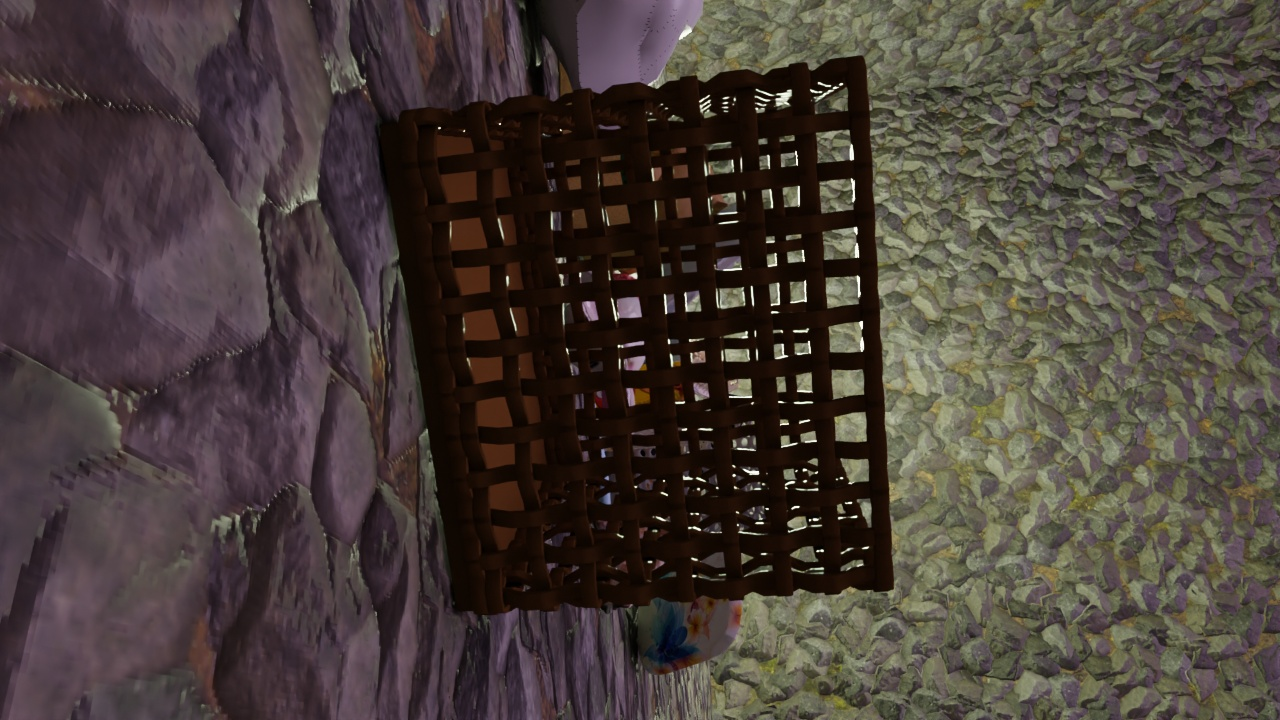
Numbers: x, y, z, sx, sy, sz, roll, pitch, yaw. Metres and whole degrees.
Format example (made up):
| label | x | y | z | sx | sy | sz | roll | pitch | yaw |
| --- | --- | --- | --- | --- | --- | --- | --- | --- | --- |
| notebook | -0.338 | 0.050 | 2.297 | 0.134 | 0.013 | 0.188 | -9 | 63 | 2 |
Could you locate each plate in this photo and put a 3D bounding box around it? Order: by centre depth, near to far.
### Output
| label | x | y | z | sx | sy | sz | roll | pitch | yaw |
| --- | --- | --- | --- | --- | --- | --- | --- | --- | --- |
| plate | 0.054 | 0.278 | 1.119 | 0.016 | 0.187 | 0.186 | 26 | 49 | -28 |

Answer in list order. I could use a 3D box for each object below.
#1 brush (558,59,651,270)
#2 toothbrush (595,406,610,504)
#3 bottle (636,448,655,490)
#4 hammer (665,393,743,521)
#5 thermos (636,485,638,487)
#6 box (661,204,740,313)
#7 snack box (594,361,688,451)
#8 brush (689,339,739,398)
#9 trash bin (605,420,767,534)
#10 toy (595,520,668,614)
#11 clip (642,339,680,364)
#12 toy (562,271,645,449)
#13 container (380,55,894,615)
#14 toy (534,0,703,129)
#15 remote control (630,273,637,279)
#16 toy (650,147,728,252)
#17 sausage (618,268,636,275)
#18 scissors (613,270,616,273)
| label | x | y | z | sx | sy | sz | roll | pitch | yaw |
| --- | --- | --- | --- | --- | --- | --- | --- | --- | --- |
| brush | -0.034 | -0.237 | 0.983 | 0.195 | 0.075 | 0.249 | 71 | 15 | -68 |
| toothbrush | -0.044 | 0.089 | 0.907 | 0.022 | 0.016 | 0.155 | 35 | -41 | 53 |
| bottle | 0.007 | 0.100 | 1.181 | 0.059 | 0.059 | 0.181 | 74 | 13 | -62 |
| hammer | 0.069 | 0.170 | 1.222 | 0.130 | 0.039 | 0.329 | -87 | -166 | -48 |
| thermos | 0.020 | 0.096 | 1.283 | 0.229 | 0.068 | 0.068 | -90 | 172 | -47 |
| box | 0.034 | -0.092 | 0.982 | 0.061 | 0.210 | 0.192 | 49 | 10 | -17 |
| snack box | 0.004 | 0.049 | 0.953 | 0.084 | 0.106 | 0.061 | 74 | 13 | -62 |
| brush | 0.056 | -0.006 | 1.292 | 0.271 | 0.057 | 0.083 | 29 | 23 | -53 |
| trash bin | 0.060 | 0.135 | 1.051 | 0.156 | 0.183 | 0.156 | -4 | 89 | -84 |
| toy | -0.016 | 0.192 | 0.885 | 0.085 | 0.074 | 0.105 | 42 | 56 | -35 |
| clip | -0.006 | 0.006 | 1.080 | 0.144 | 0.074 | 0.124 | 143 | -52 | -67 |
| toy | -0.032 | -0.028 | 0.797 | 0.194 | 0.084 | 0.159 | -98 | 172 | -66 |
| container | 0.010 | -0.020 | 0.525 | 0.219 | 0.214 | 0.252 | -70 | 154 | -77 |
| toy | -0.012 | -0.325 | 0.817 | 0.267 | 0.141 | 0.246 | 12 | 88 | -68 |
| remote control | 0.009 | -0.087 | 1.250 | 0.045 | 0.008 | 0.146 | 32 | 15 | -36 |
| toy | 0.057 | -0.194 | 1.232 | 0.198 | 0.163 | 0.203 | -49 | 122 | -24 |
| sausage | -0.013 | -0.178 | 1.299 | 0.039 | 0.044 | 0.164 | -54 | -156 | 39 |
| scissors | -0.037 | -0.118 | 1.162 | 0.146 | 0.015 | 0.187 | 72 | 12 | -63 |
